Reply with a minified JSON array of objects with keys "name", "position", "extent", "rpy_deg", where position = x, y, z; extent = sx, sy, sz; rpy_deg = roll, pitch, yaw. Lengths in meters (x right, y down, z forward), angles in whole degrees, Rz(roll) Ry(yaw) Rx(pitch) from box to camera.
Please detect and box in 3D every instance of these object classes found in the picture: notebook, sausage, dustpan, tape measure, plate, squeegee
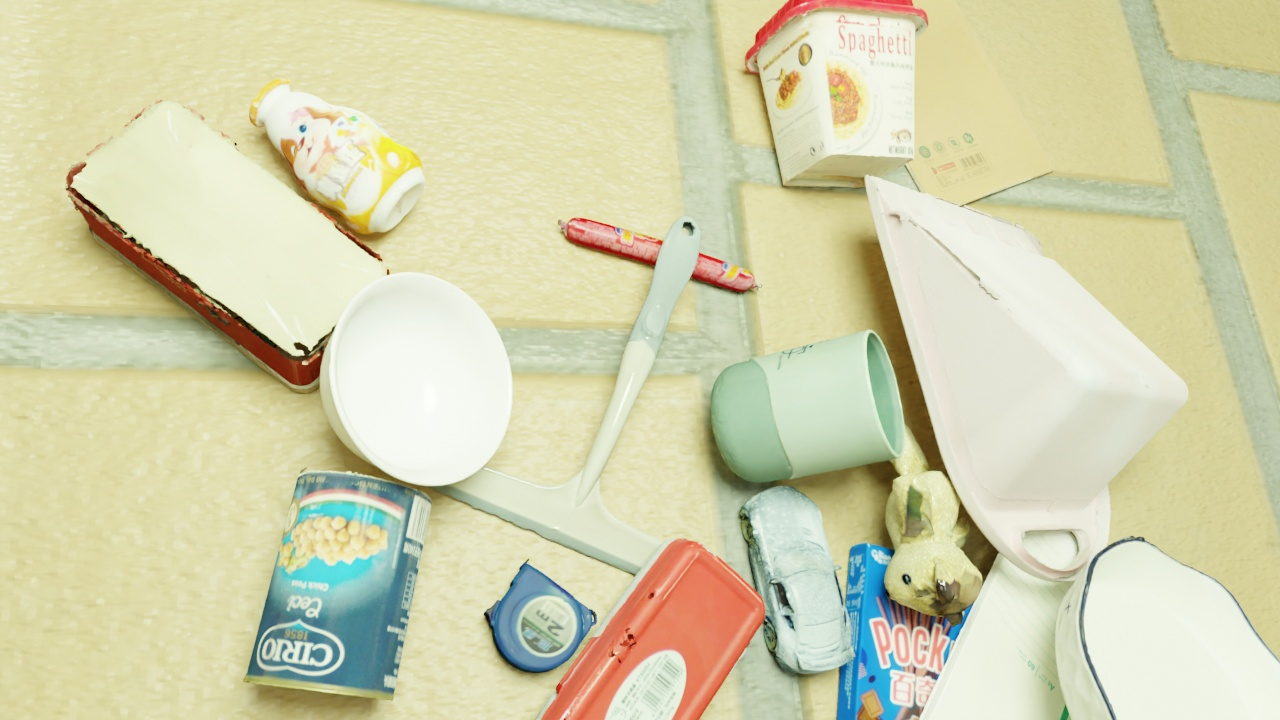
[{"name":"notebook","position":[0.259,-0.235,0.797],"extent":[0.147,0.008,0.207],"rpy_deg":[-22,79,-24]},{"name":"sausage","position":[0.016,-0.075,0.653],"extent":[0.155,0.020,0.020],"rpy_deg":[16,67,-13]},{"name":"dustpan","position":[0.258,0.010,0.665],"extent":[0.222,0.139,0.273],"rpy_deg":[8,37,-36]},{"name":"tape measure","position":[-0.061,0.155,0.541],"extent":[0.058,0.025,0.054],"rpy_deg":[36,66,1]},{"name":"plate","position":[0.340,0.215,0.571],"extent":[0.204,0.046,0.204],"rpy_deg":[18,47,-21]},{"name":"notebook","position":[0.274,0.215,0.621],"extent":[0.150,0.012,0.208],"rpy_deg":[45,59,-9]},{"name":"squeegee","position":[-0.004,0.003,0.595],"extent":[0.246,0.039,0.246],"rpy_deg":[25,70,-9]}]

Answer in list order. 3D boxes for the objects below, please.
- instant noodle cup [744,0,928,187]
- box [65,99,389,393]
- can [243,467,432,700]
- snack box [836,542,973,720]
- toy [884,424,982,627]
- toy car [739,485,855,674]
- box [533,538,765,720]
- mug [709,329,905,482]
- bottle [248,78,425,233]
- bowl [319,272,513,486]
[{"name":"instant noodle cup","position":[0.151,-0.202,0.698],"extent":[0.116,0.117,0.124],"rpy_deg":[-3,84,-20]},{"name":"box","position":[-0.233,-0.069,0.533],"extent":[0.168,0.079,0.091],"rpy_deg":[38,65,-3]},{"name":"can","position":[-0.159,0.120,0.493],"extent":[0.075,0.075,0.111],"rpy_deg":[13,67,-14]},{"name":"snack box","position":[0.174,0.206,0.601],"extent":[0.084,0.026,0.157],"rpy_deg":[15,67,-13]},{"name":"toy","position":[0.178,0.095,0.607],"extent":[0.066,0.105,0.157],"rpy_deg":[-24,49,17]},{"name":"toy car","position":[0.103,0.141,0.597],"extent":[0.054,0.037,0.120],"rpy_deg":[-6,70,-20]},{"name":"box","position":[-0.006,0.202,0.532],"extent":[0.087,0.049,0.200],"rpy_deg":[42,69,-10]},{"name":"mug","position":[0.111,0.029,0.600],"extent":[0.111,0.106,0.082],"rpy_deg":[-26,100,-64]},{"name":"bottle","position":[-0.192,-0.130,0.578],"extent":[0.108,0.063,0.063],"rpy_deg":[38,64,-2]},{"name":"bowl","position":[-0.138,0.016,0.520],"extent":[0.118,0.065,0.118],"rpy_deg":[18,65,-45]}]
